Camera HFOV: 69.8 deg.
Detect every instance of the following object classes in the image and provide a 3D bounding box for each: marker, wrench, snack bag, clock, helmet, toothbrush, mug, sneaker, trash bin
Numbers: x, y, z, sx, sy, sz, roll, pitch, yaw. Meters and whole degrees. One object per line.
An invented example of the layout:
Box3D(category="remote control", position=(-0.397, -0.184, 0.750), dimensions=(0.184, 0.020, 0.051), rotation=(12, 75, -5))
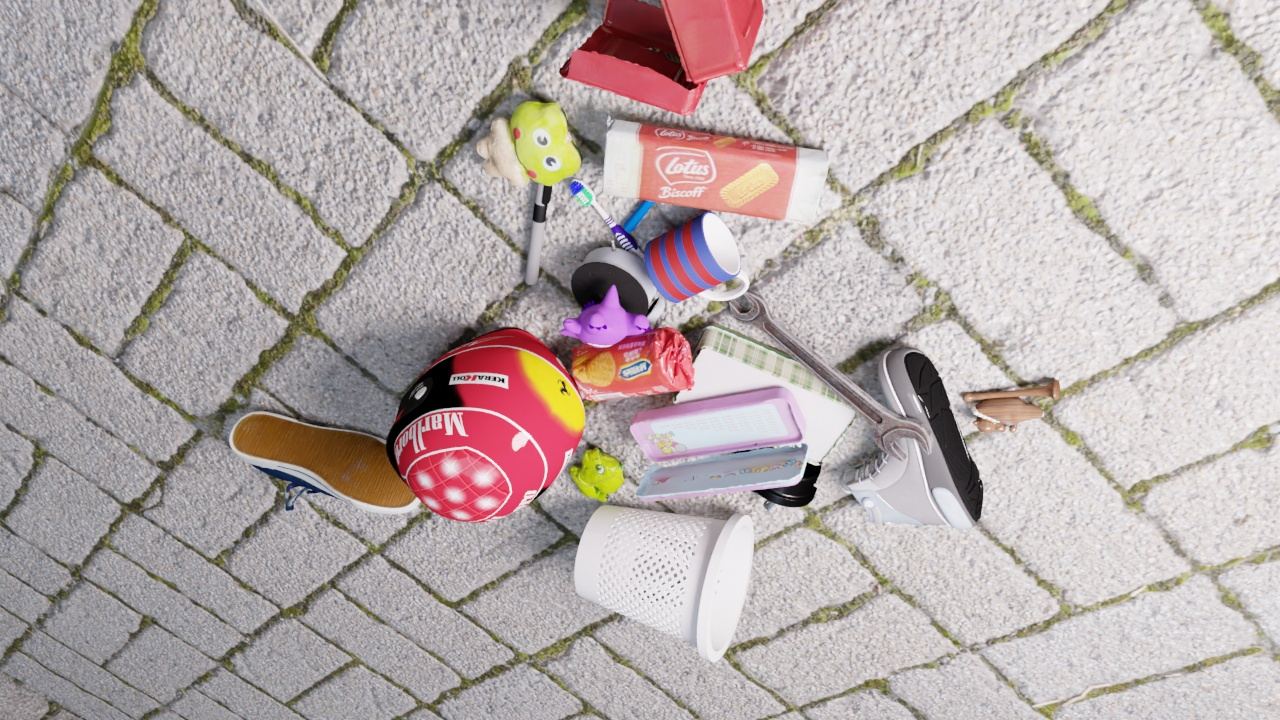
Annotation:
Box3D(category="marker", position=(0.025, -0.186, 0.973), dimensions=(0.013, 0.013, 0.142), rotation=(35, 129, -12))
Box3D(category="marker", position=(-0.118, -0.145, 1.047), dimensions=(0.016, 0.016, 0.141), rotation=(17, 131, 4))
Box3D(category="wrench", position=(0.207, 0.015, 1.016), dimensions=(0.273, 0.010, 0.070), rotation=(41, 145, 10))
Box3D(category="snack bag", position=(0.072, -0.190, 0.925), dimensions=(0.225, 0.041, 0.078), rotation=(8, 134, 2))
Box3D(category="clock", position=(0.167, 0.134, 1.134), dimensions=(0.120, 0.091, 0.043), rotation=(13, 120, -5))
Box3D(category="helmet", position=(-0.197, 0.091, 1.127), dimensions=(0.272, 0.224, 0.197), rotation=(-25, 117, 30))
Box3D(category="toothbrush", position=(-0.014, -0.131, 1.027), dimensions=(0.015, 0.016, 0.186), rotation=(-28, 115, 37))
Box3D(category="mug", position=(0.067, -0.100, 0.994), dimensions=(0.076, 0.074, 0.112), rotation=(-23, 134, 31))
Box3D(category="sneaker", position=(-0.457, 0.170, 1.364), dimensions=(0.294, 0.120, 0.127), rotation=(17, 153, 7))
Box3D(category="trash bin", position=(0.029, 0.284, 1.248), dimensions=(0.200, 0.194, 0.196), rotation=(10, 130, 21))
Box3D(category="sneaker", position=(0.293, 0.101, 1.080), dimensions=(0.161, 0.092, 0.257), rotation=(-13, 122, 36))
Box3D(category="clock", position=(-0.023, -0.077, 1.050), dimensions=(0.095, 0.035, 0.122), rotation=(-14, 127, 40))
Box3D(category="snack bag", position=(-0.006, 0.006, 1.075), dimensions=(0.177, 0.082, 0.082), rotation=(-8, 126, 43))

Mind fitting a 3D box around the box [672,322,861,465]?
Box3D(category="box", position=(0.149, 0.042, 1.095), dimensions=(0.205, 0.049, 0.118), rotation=(23, 135, 0))

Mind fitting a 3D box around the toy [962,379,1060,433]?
Box3D(category="toy", position=(0.416, 0.054, 1.027), dimensions=(0.102, 0.041, 0.055), rotation=(-7, 103, 32))

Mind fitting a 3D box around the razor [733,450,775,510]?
Box3D(category="razor", position=(0.138, 0.130, 1.188), dimensions=(0.042, 0.022, 0.144), rotation=(-41, 108, -7))

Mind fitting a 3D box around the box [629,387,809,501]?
Box3D(category="box", position=(0.085, 0.108, 1.079), dimensions=(0.215, 0.092, 0.089), rotation=(-11, 126, 28))

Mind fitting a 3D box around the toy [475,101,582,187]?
Box3D(category="toy", position=(-0.122, -0.224, 0.968), dimensions=(0.118, 0.043, 0.092), rotation=(-6, 127, 23))

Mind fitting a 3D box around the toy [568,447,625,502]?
Box3D(category="toy", position=(-0.060, 0.158, 1.261), dimensions=(0.094, 0.036, 0.094), rotation=(-7, 124, 32))

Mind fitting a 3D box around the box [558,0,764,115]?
Box3D(category="box", position=(0.038, -0.313, 0.777), dimensions=(0.152, 0.156, 0.166), rotation=(21, 128, -3))

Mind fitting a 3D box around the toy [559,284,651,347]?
Box3D(category="toy", position=(-0.043, -0.043, 1.024), dimensions=(0.106, 0.055, 0.088), rotation=(0, 161, -29))
